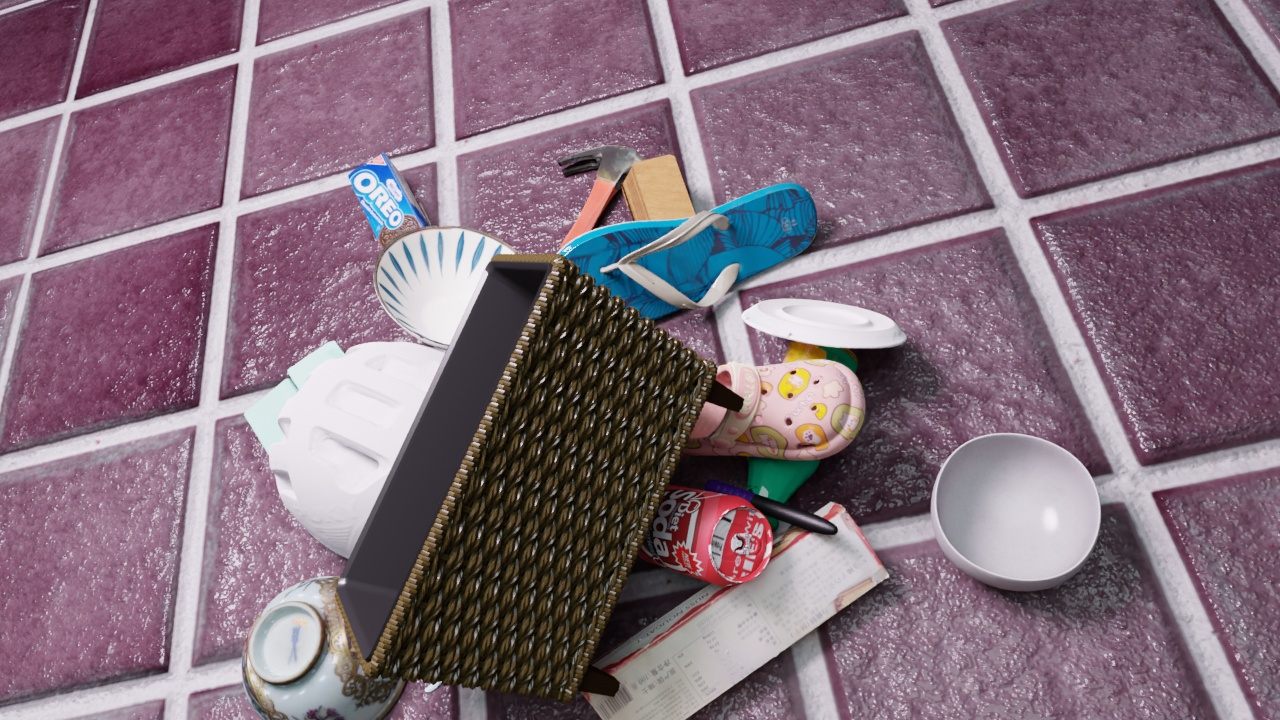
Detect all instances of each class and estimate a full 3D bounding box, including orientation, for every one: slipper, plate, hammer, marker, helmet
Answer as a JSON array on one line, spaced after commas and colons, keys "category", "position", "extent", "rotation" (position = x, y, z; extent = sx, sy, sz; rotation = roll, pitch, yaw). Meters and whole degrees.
[{"category": "slipper", "position": [0.053, -0.103, 0.955], "extent": [0.295, 0.118, 0.060], "rotation": [-19, 31, -4]}, {"category": "slipper", "position": [0.096, 0.035, 0.812], "extent": [0.198, 0.081, 0.093], "rotation": [-5, 61, 34]}, {"category": "plate", "position": [0.176, -0.038, 0.881], "extent": [0.157, 0.156, 0.014], "rotation": [11, 106, 20]}, {"category": "hammer", "position": [-0.089, -0.112, 1.047], "extent": [0.133, 0.033, 0.332], "rotation": [19, 69, 21]}, {"category": "marker", "position": [0.112, 0.130, 0.801], "extent": [0.134, 0.015, 0.018], "rotation": [15, 108, 38]}, {"category": "helmet", "position": [-0.246, 0.084, 0.917], "extent": [0.283, 0.184, 0.223], "rotation": [19, 57, 38]}]

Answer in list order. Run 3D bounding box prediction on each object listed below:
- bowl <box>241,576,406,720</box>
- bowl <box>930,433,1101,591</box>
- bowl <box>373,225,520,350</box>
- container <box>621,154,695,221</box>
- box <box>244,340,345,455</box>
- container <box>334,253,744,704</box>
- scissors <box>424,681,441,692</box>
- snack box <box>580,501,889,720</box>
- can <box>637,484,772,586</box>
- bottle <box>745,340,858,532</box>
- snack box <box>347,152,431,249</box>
[{"category": "bowl", "position": [-0.306, 0.270, 0.855], "extent": [0.160, 0.094, 0.159], "rotation": [-6, 61, 11]}, {"category": "bowl", "position": [0.317, 0.134, 0.785], "extent": [0.132, 0.064, 0.131], "rotation": [-6, 61, 11]}, {"category": "bowl", "position": [-0.199, -0.060, 0.985], "extent": [0.177, 0.071, 0.177], "rotation": [12, 47, -14]}, {"category": "container", "position": [0.024, -0.169, 1.010], "extent": [0.063, 0.061, 0.114], "rotation": [-15, 74, -9]}, {"category": "box", "position": [-0.350, 0.076, 1.015], "extent": [0.136, 0.033, 0.186], "rotation": [-38, 59, -14]}, {"category": "container", "position": [-0.077, 0.102, 0.752], "extent": [0.177, 0.205, 0.321], "rotation": [14, 79, 64]}, {"category": "scissors", "position": [-0.153, 0.263, 0.870], "extent": [0.134, 0.015, 0.103], "rotation": [-9, 62, 16]}, {"category": "snack box", "position": [0.080, 0.228, 0.793], "extent": [0.273, 0.044, 0.076], "rotation": [-34, 95, -4]}, {"category": "can", "position": [0.047, 0.151, 0.805], "extent": [0.074, 0.074, 0.143], "rotation": [-57, 24, -18]}, {"category": "bottle", "position": [0.136, 0.080, 0.859], "extent": [0.068, 0.068, 0.209], "rotation": [19, 75, 23]}, {"category": "snack box", "position": [-0.283, -0.153, 1.104], "extent": [0.059, 0.059, 0.226], "rotation": [-31, 59, 0]}]
